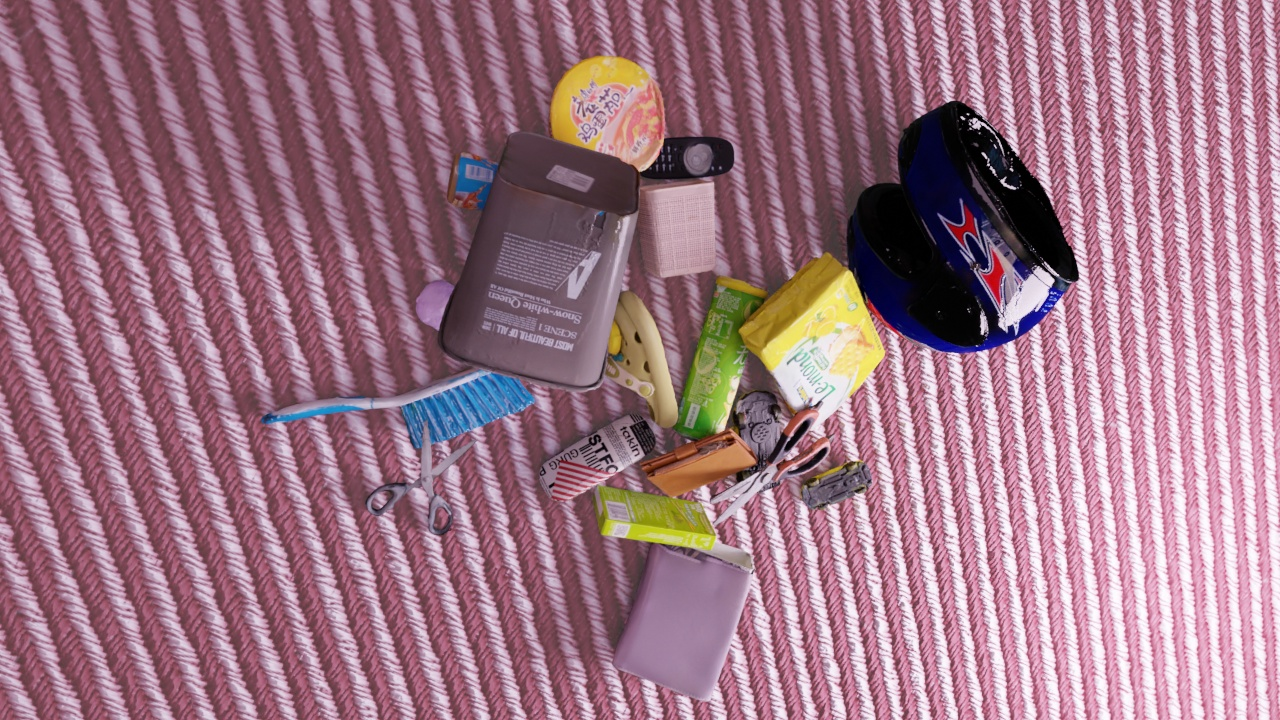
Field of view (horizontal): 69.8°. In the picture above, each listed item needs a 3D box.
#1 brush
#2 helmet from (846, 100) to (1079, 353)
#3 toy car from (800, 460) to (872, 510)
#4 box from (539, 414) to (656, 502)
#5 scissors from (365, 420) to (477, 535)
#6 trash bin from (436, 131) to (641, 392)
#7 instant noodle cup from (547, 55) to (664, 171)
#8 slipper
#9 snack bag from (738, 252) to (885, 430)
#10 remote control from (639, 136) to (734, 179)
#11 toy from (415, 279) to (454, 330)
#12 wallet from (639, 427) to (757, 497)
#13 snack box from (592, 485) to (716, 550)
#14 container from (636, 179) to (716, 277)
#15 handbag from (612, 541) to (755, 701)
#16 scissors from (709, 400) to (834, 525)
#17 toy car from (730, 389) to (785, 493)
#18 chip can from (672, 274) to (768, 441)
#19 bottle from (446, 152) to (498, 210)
[{"bbox_3d":[-0.296,0.062,1.136,0.314,0.060,0.109,-21,99,-9],"label":"brush"},{"bbox_3d":[0.383,-0.149,1.175,0.241,0.246,0.315,-30,119,36],"label":"helmet"},{"bbox_3d":[0.280,0.177,1.318,0.105,0.032,0.048,-24,106,2],"label":"toy car"},{"bbox_3d":[-0.058,0.129,1.218,0.163,0.081,0.075,-32,75,-6],"label":"box"},{"bbox_3d":[-0.267,0.153,1.150,0.181,0.014,0.159,-24,120,10],"label":"scissors"},{"bbox_3d":[-0.104,-0.115,1.031,0.199,0.198,0.220,15,124,-9],"label":"trash bin"},{"bbox_3d":[-0.050,-0.288,1.105,0.138,0.110,0.138,-2,100,-15],"label":"instant noodle cup"},{"bbox_3d":[-0.007,0.007,1.183,0.081,0.091,0.190,-20,108,-8],"label":"slipper"},{"bbox_3d":[0.230,-0.022,1.214,0.158,0.068,0.246,-43,137,-4],"label":"snack bag"},{"bbox_3d":[0.055,-0.261,1.183,0.136,0.024,0.053,-6,100,-15],"label":"remote control"},{"bbox_3d":[-0.224,-0.063,1.137,0.108,0.039,0.083,18,77,-14],"label":"toy"},{"bbox_3d":[0.078,0.136,1.209,0.132,0.031,0.108,-25,147,15],"label":"wallet"},{"bbox_3d":[0.018,0.210,1.224,0.156,0.085,0.026,11,112,-17],"label":"snack box"},{"bbox_3d":[0.045,-0.168,1.165,0.090,0.090,0.111,-10,105,-13],"label":"container"},{"bbox_3d":[0.059,0.342,1.254,0.145,0.098,0.197,18,96,-1],"label":"handbag"},{"bbox_3d":[0.182,0.140,1.231,0.189,0.015,0.222,16,108,-46],"label":"scissors"},{"bbox_3d":[0.162,0.112,1.268,0.071,0.041,0.156,-12,108,-16],"label":"toy car"},{"bbox_3d":[0.104,0.002,1.218,0.072,0.072,0.221,16,95,-17],"label":"chip can"},{"bbox_3d":[-0.124,-0.202,1.126,0.218,0.065,0.065,9,97,-17],"label":"bottle"}]
